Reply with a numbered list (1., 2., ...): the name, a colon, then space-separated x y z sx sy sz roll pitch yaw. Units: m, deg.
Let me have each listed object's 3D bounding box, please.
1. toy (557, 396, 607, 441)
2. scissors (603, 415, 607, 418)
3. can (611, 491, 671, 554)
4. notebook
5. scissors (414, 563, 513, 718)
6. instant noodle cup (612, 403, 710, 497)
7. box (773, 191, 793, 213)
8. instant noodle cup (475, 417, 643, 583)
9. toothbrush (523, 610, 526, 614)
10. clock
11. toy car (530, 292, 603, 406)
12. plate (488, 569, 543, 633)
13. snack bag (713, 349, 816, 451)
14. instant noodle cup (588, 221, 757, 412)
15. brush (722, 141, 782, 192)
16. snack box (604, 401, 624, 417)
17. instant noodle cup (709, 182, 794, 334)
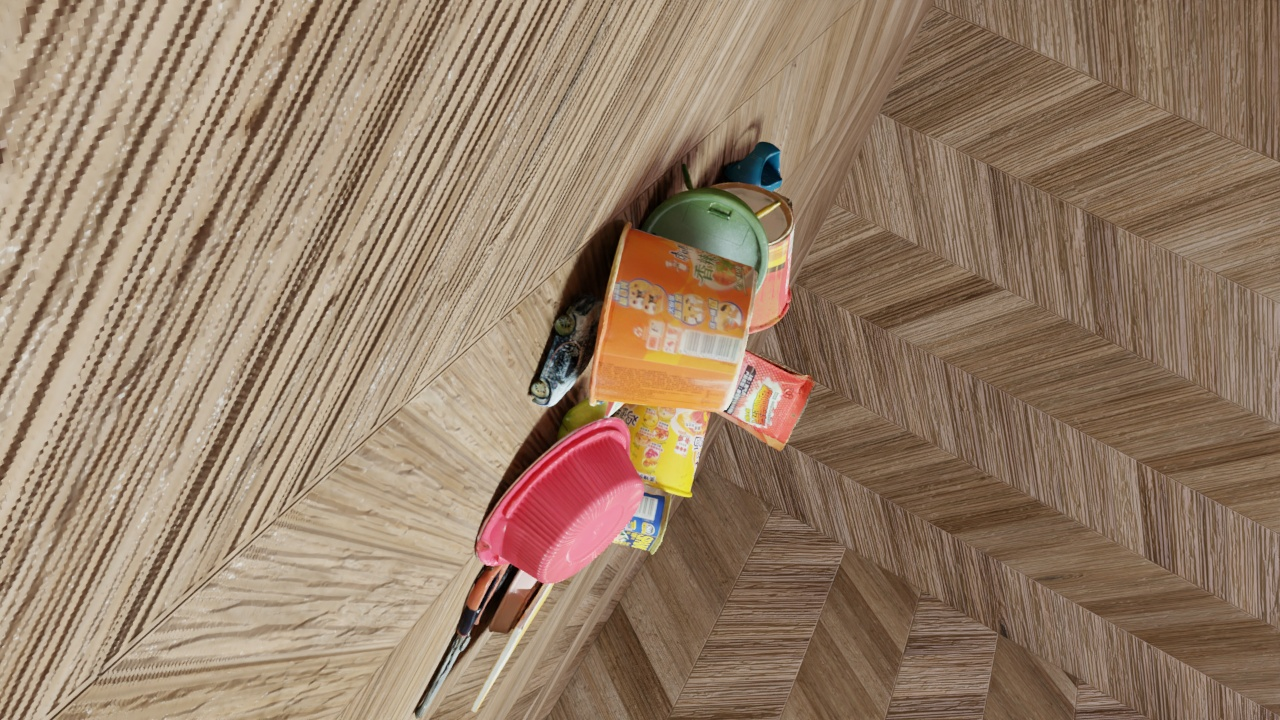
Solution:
1. toy: -0.057 0.078 0.912 0.096 0.031 0.100 -61 160 -7
2. scissors: -0.085 0.123 1.001 0.170 0.019 0.174 -64 171 25
3. can: -0.014 0.188 1.096 0.102 0.083 0.057 107 -4 -65
4. notebook: -0.126 0.292 1.064 0.146 0.010 0.205 -62 176 27
5. scissors: -0.185 0.281 0.947 0.208 0.015 0.183 -56 171 -30
6. instant noodle cup: 0.019 0.095 1.145 0.138 0.138 0.110 22 89 -80
7. box: 0.150 -0.166 1.170 0.184 0.063 0.090 -61 177 -69
8. instant noodle cup: -0.063 0.145 0.881 0.193 0.066 0.194 -40 157 -21
9. toothbrush: -0.121 0.292 1.312 0.179 0.016 0.016 -53 176 -36
10. clock: 0.052 -0.085 0.827 0.056 0.116 0.161 -65 177 -65
11. toy car: -0.056 -0.005 0.736 0.048 0.031 0.106 -43 161 -59
12. plate: -0.107 0.225 1.088 0.229 0.028 0.229 -60 176 -7
13. snack bag: 0.115 0.026 1.193 0.073 0.208 0.129 -53 166 -47
14. instant noodle cup: 0.027 -0.027 0.743 0.151 0.111 0.151 19 82 -89
15. brush: 0.132 -0.213 1.045 0.074 0.055 0.143 -63 170 22
16. snack box: -0.006 0.006 1.044 0.077 0.027 0.155 -63 170 21
17. instant noodle cup: 0.100 -0.113 0.965 0.137 0.138 0.109 -53 159 -39
